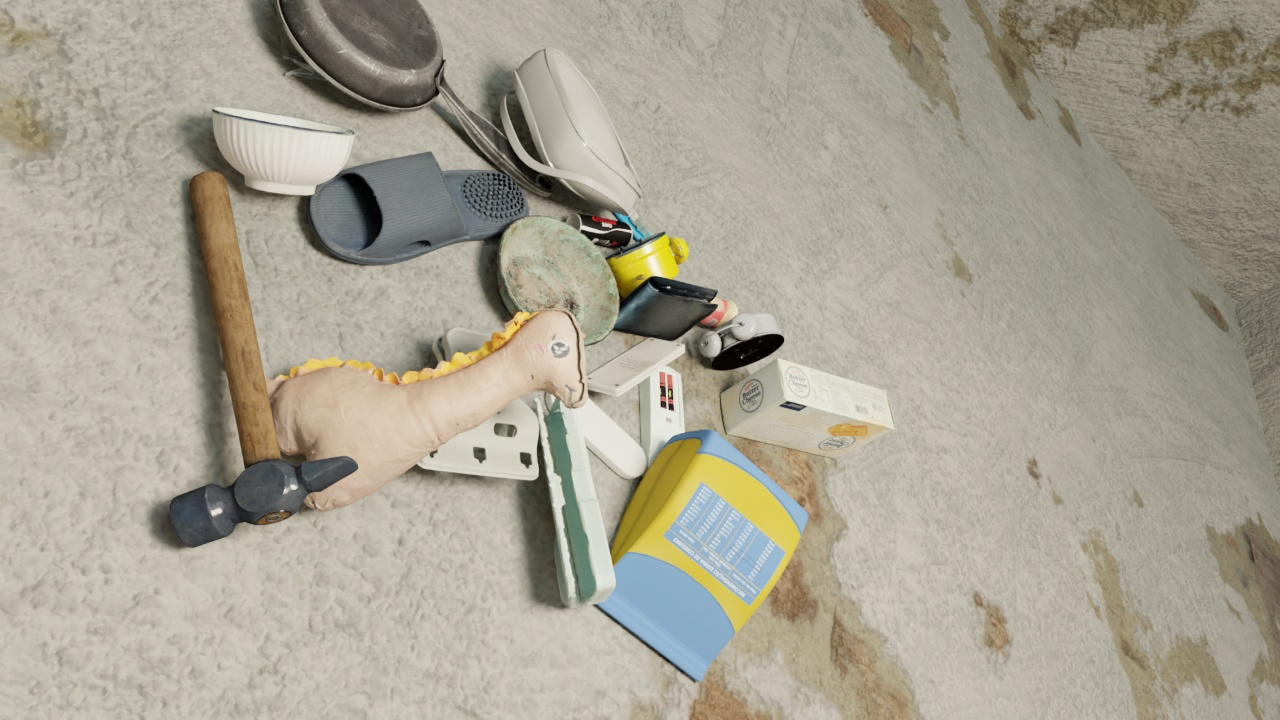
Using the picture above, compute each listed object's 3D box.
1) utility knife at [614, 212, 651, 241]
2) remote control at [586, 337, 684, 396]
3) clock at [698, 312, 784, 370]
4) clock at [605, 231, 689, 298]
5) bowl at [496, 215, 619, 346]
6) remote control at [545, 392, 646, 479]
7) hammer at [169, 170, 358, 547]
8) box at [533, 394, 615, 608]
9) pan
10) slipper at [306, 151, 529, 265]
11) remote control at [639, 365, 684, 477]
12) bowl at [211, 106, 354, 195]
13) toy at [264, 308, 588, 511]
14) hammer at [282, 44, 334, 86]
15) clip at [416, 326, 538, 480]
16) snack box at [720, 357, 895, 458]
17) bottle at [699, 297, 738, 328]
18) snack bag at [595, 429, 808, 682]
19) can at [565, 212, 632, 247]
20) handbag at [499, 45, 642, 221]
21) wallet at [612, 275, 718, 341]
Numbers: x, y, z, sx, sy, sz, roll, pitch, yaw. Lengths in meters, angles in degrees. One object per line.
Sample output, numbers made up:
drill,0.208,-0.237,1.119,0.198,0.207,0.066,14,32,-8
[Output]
utility knife,-0.017,-0.178,1.146,0.178,0.015,0.031,48,37,-8
remote control,-0.006,0.006,1.022,0.135,0.050,0.011,-32,127,-48
clock,0.120,-0.025,1.118,0.122,0.095,0.035,15,51,-57
clock,0.008,-0.117,1.080,0.118,0.084,0.057,-37,105,-48
bowl,-0.096,-0.080,0.995,0.157,0.039,0.157,22,53,-32
remote control,-0.046,0.074,0.968,0.136,0.013,0.043,44,44,-14
hammer,-0.319,-0.022,0.727,0.129,0.040,0.321,-20,66,-5
box,-0.066,0.131,0.870,0.083,0.066,0.198,63,11,-66
pan,-0.221,-0.296,0.984,0.356,0.055,0.186,35,43,-27
slipper,-0.204,-0.166,0.916,0.262,0.083,0.101,-18,77,-47
remote control,0.026,0.067,1.031,0.049,0.024,0.143,20,54,-33
bowl,-0.319,-0.183,0.817,0.117,0.118,0.062,-4,111,-44
toy,-0.180,0.011,0.757,0.264,0.065,0.196,-34,81,-13
hammer,-0.326,-0.424,0.997,0.146,0.028,0.316,5,64,-43
clip,-0.166,0.047,0.850,0.126,0.097,0.152,14,45,-39
snack box,0.210,0.064,1.145,0.207,0.104,0.057,15,54,-36
bottle,0.072,-0.067,1.141,0.109,0.044,0.044,15,57,-38
snack bag,0.056,0.197,0.938,0.159,0.102,0.204,41,64,-17
can,-0.049,-0.154,1.088,0.080,0.032,0.031,3,64,-42
handbag,-0.058,-0.243,1.089,0.222,0.096,0.215,29,36,-59
wallet,0.026,-0.056,1.058,0.114,0.089,0.026,8,55,-39
